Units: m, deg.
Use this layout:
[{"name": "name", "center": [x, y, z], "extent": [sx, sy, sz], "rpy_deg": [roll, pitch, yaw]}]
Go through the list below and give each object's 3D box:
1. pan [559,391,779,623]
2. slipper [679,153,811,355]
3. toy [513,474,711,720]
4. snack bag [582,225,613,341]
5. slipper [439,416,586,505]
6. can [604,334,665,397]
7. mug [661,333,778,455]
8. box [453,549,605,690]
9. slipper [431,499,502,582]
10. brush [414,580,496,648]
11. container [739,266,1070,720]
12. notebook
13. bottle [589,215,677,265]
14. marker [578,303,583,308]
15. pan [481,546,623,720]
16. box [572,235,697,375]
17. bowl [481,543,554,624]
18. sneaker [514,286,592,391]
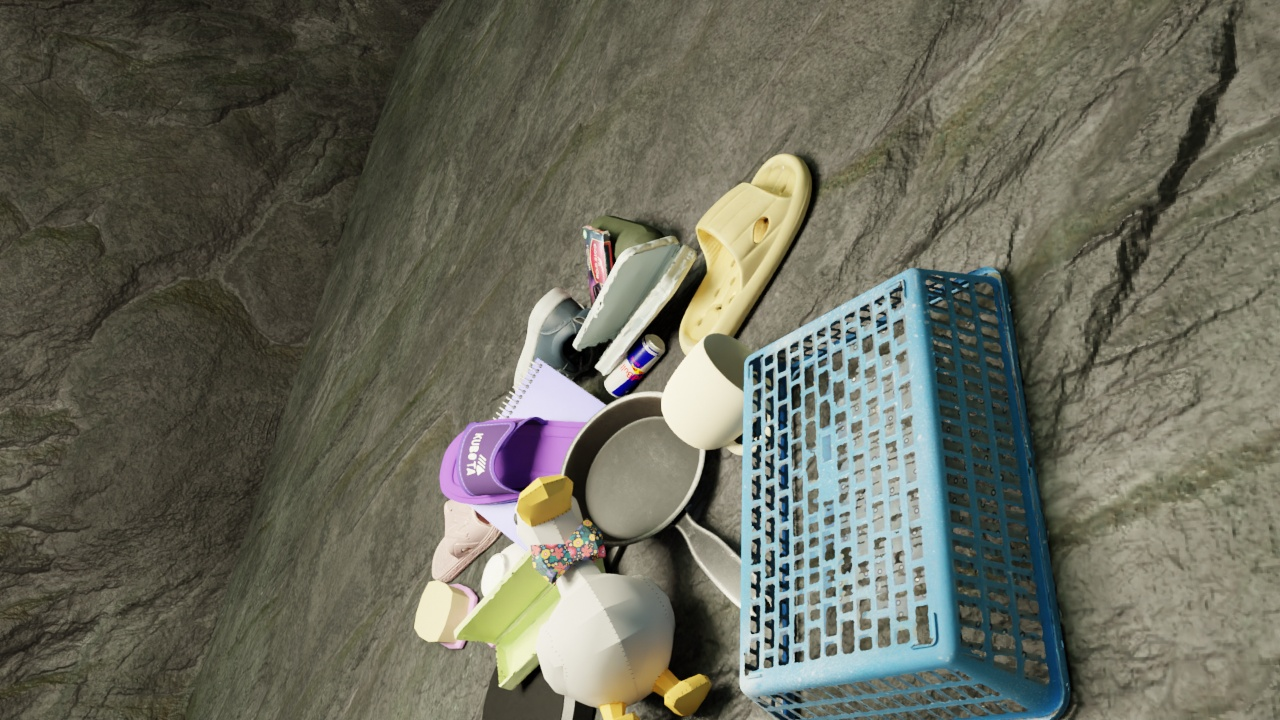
[{"name": "pan", "center": [0.035, 0.159, 0.963], "extent": [0.187, 0.055, 0.357], "rpy_deg": [-47, 45, -2]}, {"name": "slipper", "center": [0.103, -0.123, 1.040], "extent": [0.261, 0.079, 0.111], "rpy_deg": [-63, 33, 7]}, {"name": "toy", "center": [-0.047, 0.251, 0.916], "extent": [0.267, 0.140, 0.247], "rpy_deg": [54, 161, 35]}, {"name": "snack bag", "center": [-0.053, -0.106, 1.261], "extent": [0.074, 0.018, 0.155], "rpy_deg": [-148, 50, -60]}, {"name": "slipper", "center": [-0.144, 0.119, 1.126], "extent": [0.267, 0.084, 0.107], "rpy_deg": [-5, 77, 21]}, {"name": "can", "center": [-0.007, 0.007, 1.170], "extent": [0.095, 0.032, 0.032], "rpy_deg": [-48, 34, 30]}, {"name": "mug", "center": [0.082, 0.047, 0.944], "extent": [0.120, 0.096, 0.100], "rpy_deg": [47, 120, 15]}, {"name": "box", "center": [-0.121, 0.295, 1.056], "extent": [0.188, 0.091, 0.083], "rpy_deg": [-50, 46, 20]}, {"name": "slipper", "center": [-0.271, 0.254, 1.397], "extent": [0.240, 0.064, 0.094], "rpy_deg": [-49, 34, 31]}, {"name": "brush", "center": [-0.262, 0.373, 1.318], "extent": [0.229, 0.043, 0.089], "rpy_deg": [-6, 65, 58]}, {"name": "container", "center": [0.179, 0.106, 0.740], "extent": [0.258, 0.089, 0.361], "rpy_deg": [-32, 44, 46]}, {"name": "notebook", "center": [-0.131, 0.124, 1.182], "extent": [0.171, 0.022, 0.209], "rpy_deg": [33, 92, 23]}, {"name": "bottle", "center": [-0.008, -0.151, 1.244], "extent": [0.207, 0.071, 0.071], "rpy_deg": [30, 96, 61]}, {"name": "marker", "center": [-0.130, -0.064, 1.431], "extent": [0.133, 0.023, 0.027], "rpy_deg": [-13, 58, 55]}, {"name": "pan", "center": [-0.101, 0.354, 1.081], "extent": [0.225, 0.034, 0.356], "rpy_deg": [31, 97, 61]}, {"name": "box", "center": [0.004, -0.060, 1.144], "extent": [0.083, 0.122, 0.216], "rpy_deg": [58, 145, 21]}, {"name": "bowl", "center": [-0.167, 0.289, 1.204], "extent": [0.118, 0.062, 0.117], "rpy_deg": [-38, 40, 41]}, {"name": "sneaker", "center": [-0.114, -0.005, 1.290], "extent": [0.089, 0.087, 0.236], "rpy_deg": [-44, -16, -36]}]
